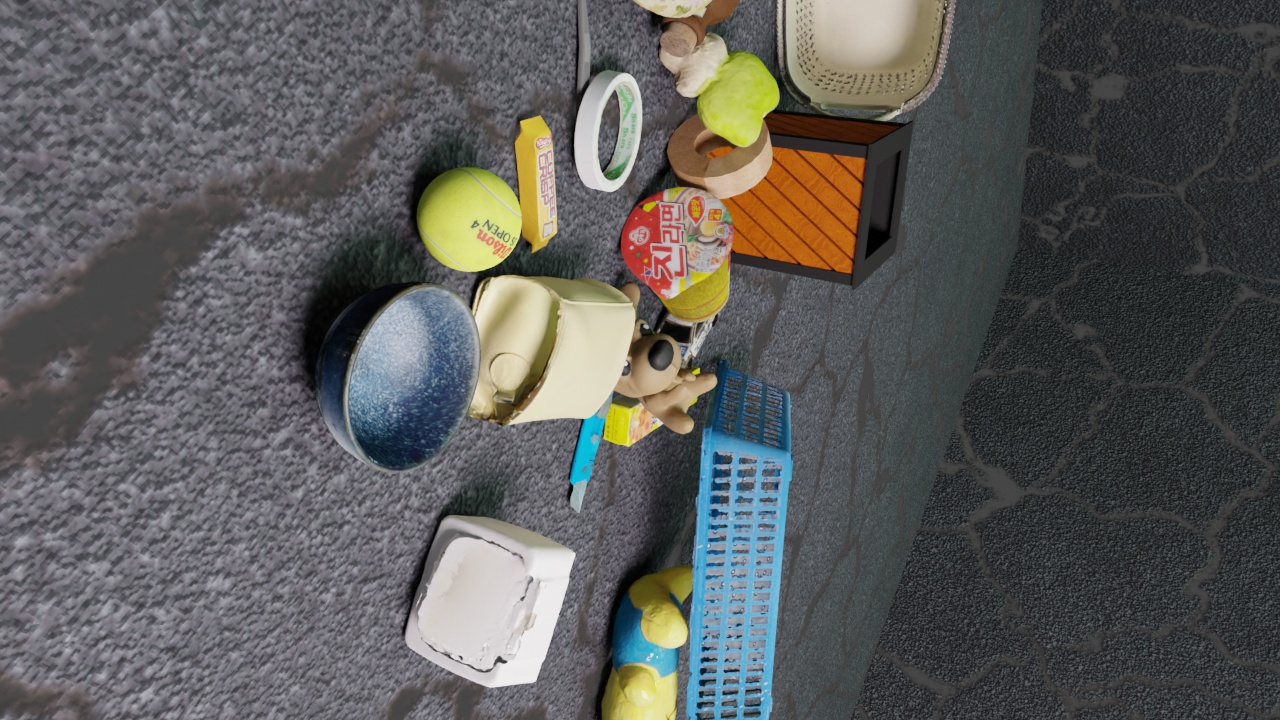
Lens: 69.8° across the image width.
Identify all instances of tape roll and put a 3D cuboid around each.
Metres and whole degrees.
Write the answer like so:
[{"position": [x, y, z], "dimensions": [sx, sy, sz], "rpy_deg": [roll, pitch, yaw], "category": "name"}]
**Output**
[{"position": [0.073, -0.192, 0.845], "dimensions": [0.093, 0.094, 0.027], "rpy_deg": [-61, 150, -25], "category": "tape roll"}, {"position": [-0.025, -0.183, 0.734], "dimensions": [0.093, 0.018, 0.094], "rpy_deg": [15, 89, -71], "category": "tape roll"}]

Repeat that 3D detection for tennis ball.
[{"position": [-0.108, -0.089, 0.581], "dimensions": [0.065, 0.065, 0.065], "rpy_deg": [-37, 134, -51], "category": "tennis ball"}]

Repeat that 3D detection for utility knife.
[{"position": [-0.040, 0.055, 0.839], "dimensions": [0.031, 0.015, 0.175], "rpy_deg": [13, 92, -49], "category": "utility knife"}]

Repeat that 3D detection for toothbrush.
[{"position": [-0.044, -0.225, 0.698], "dimensions": [0.012, 0.013, 0.167], "rpy_deg": [-32, 133, -54], "category": "toothbrush"}]

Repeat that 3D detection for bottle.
[{"position": [0.057, -0.328, 0.775], "dimensions": [0.156, 0.068, 0.068], "rpy_deg": [-67, 152, -15], "category": "bottle"}]

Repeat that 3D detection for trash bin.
[{"position": [0.168, -0.175, 0.947], "dimensions": [0.139, 0.172, 0.140], "rpy_deg": [-35, 133, -52], "category": "trash bin"}]

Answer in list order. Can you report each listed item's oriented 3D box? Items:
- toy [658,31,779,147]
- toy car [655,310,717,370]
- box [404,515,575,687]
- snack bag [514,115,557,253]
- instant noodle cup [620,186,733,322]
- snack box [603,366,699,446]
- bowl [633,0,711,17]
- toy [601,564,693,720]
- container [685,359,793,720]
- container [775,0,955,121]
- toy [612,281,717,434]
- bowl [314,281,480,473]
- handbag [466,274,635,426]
[{"position": [0.067, -0.248, 0.812], "dimensions": [0.092, 0.118, 0.043], "rpy_deg": [-59, -168, -24], "category": "toy"}, {"position": [0.040, -0.029, 0.912], "dimensions": [0.112, 0.048, 0.040], "rpy_deg": [-61, 154, -26], "category": "toy car"}, {"position": [-0.117, 0.172, 0.655], "dimensions": [0.095, 0.102, 0.107], "rpy_deg": [21, 85, -61], "category": "box"}, {"position": [-0.076, -0.128, 0.675], "dimensions": [0.026, 0.020, 0.099], "rpy_deg": [-40, 137, -51], "category": "snack bag"}, {"position": [0.043, -0.090, 0.851], "dimensions": [0.112, 0.100, 0.100], "rpy_deg": [57, 53, -66], "category": "instant noodle cup"}, {"position": [0.014, 0.042, 0.920], "dimensions": [0.147, 0.029, 0.040], "rpy_deg": [-28, 127, -56], "category": "snack box"}, {"position": [0.035, -0.335, 0.673], "dimensions": [0.145, 0.063, 0.145], "rpy_deg": [0, 90, -38], "category": "bowl"}, {"position": [0.004, 0.336, 0.982], "dimensions": [0.148, 0.084, 0.214], "rpy_deg": [-47, 148, -76], "category": "toy"}, {"position": [0.111, 0.205, 1.011], "dimensions": [0.256, 0.089, 0.363], "rpy_deg": [-63, 155, -71], "category": "container"}, {"position": [0.249, -0.399, 0.994], "dimensions": [0.142, 0.185, 0.252], "rpy_deg": [-53, 146, -53], "category": "container"}, {"position": [0.004, 0.012, 0.799], "dimensions": [0.108, 0.106, 0.133], "rpy_deg": [42, 62, -25], "category": "toy"}, {"position": [-0.154, 0.005, 0.546], "dimensions": [0.114, 0.061, 0.114], "rpy_deg": [-41, 138, -51], "category": "bowl"}, {"position": [-0.071, -0.008, 0.685], "dimensions": [0.119, 0.081, 0.111], "rpy_deg": [-6, 115, -63], "category": "handbag"}]
